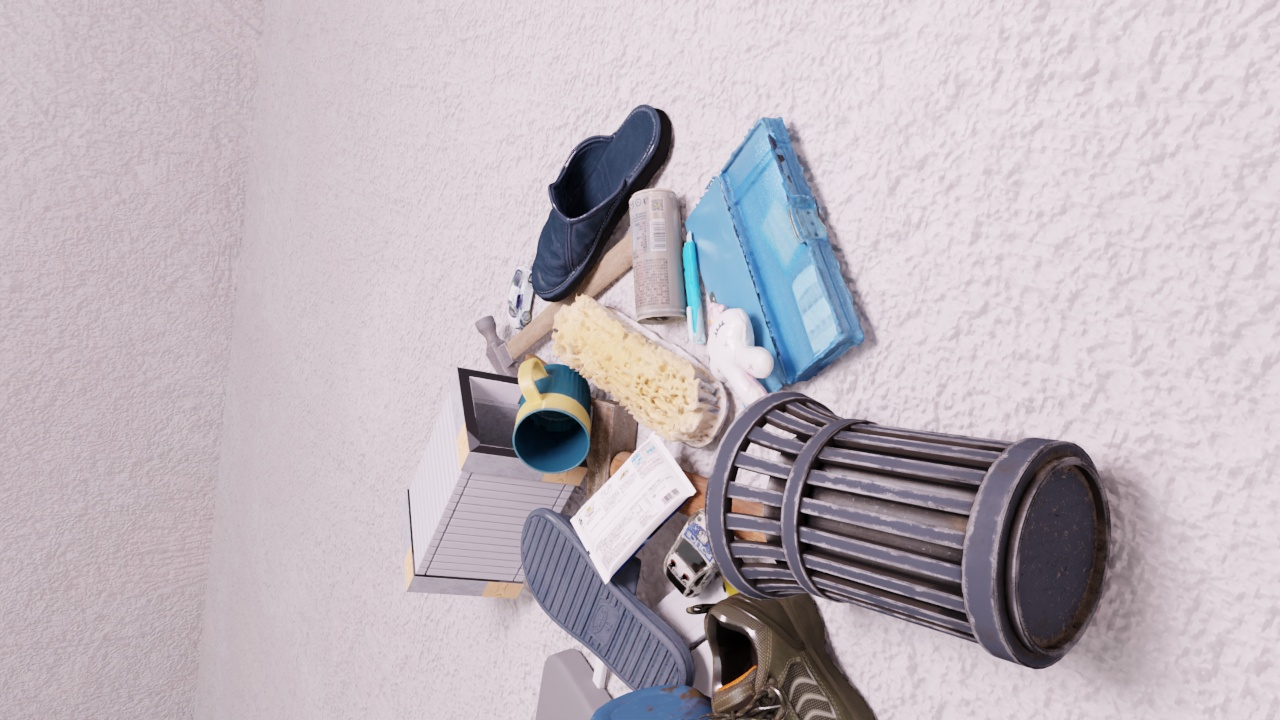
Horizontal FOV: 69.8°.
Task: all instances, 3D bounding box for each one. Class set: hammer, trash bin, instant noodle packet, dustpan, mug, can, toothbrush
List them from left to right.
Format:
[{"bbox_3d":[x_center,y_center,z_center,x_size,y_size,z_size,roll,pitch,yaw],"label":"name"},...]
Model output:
[{"bbox_3d":[-0.189,0.157,1.133,0.248,0.142,0.142,-61,31,32],"label":"trash bin"},{"bbox_3d":[-0.100,0.049,1.011,0.107,0.083,0.114,-88,-24,-61],"label":"mug"},{"bbox_3d":[-0.097,-0.065,1.133,0.332,0.030,0.119,-34,77,42],"label":"hammer"},{"bbox_3d":[-0.088,0.031,1.110,0.167,0.016,0.016,33,121,38],"label":"toothbrush"},{"bbox_3d":[-0.065,0.405,1.070,0.163,0.033,0.258,43,132,46],"label":"dustpan"},{"bbox_3d":[-0.011,0.146,0.919,0.134,0.026,0.087,-48,48,14],"label":"instant noodle packet"},{"bbox_3d":[0.018,-0.108,0.958,0.054,0.054,0.135,-13,78,53],"label":"can"},{"bbox_3d":[0.032,0.426,0.806,0.140,0.139,0.249,-14,88,53],"label":"trash bin"},{"bbox_3d":[0.040,0.140,0.932,0.301,0.037,0.158,12,98,54],"label":"hammer"},{"bbox_3d":[0.183,0.112,0.639,0.228,0.164,0.164,5,92,50],"label":"trash bin"}]

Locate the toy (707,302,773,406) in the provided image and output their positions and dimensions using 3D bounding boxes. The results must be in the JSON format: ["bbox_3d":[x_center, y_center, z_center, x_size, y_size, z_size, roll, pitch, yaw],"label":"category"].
[{"bbox_3d":[0.084,-0.011,0.844,0.125,0.037,0.076,-120,28,-43],"label":"toy"}]

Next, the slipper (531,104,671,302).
[{"bbox_3d":[-0.073,-0.183,1.039,0.266,0.083,0.108,-51,44,31],"label":"slipper"}]

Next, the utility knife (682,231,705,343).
[{"bbox_3d":[0.054,-0.075,0.934,0.022,0.015,0.116,174,92,-65],"label":"utility knife"}]

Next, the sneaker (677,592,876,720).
[{"bbox_3d":[0.106,0.291,0.745,0.101,0.142,0.237,-48,52,41],"label":"sneaker"}]

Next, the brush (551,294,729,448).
[{"bbox_3d":[-0.006,0.006,0.978,0.271,0.056,0.083,37,104,48],"label":"brush"}]

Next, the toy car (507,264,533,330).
[{"bbox_3d":[-0.162,-0.085,1.227,0.039,0.027,0.090,28,111,49],"label":"toy car"}]

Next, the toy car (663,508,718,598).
[{"bbox_3d":[0.050,0.182,0.856,0.048,0.040,0.113,45,138,22],"label":"toy car"}]

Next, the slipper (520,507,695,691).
[{"bbox_3d":[-0.028,0.253,0.965,0.263,0.082,0.101,38,113,34],"label":"slipper"}]

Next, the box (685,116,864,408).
[{"bbox_3d":[0.111,-0.083,0.850,0.175,0.033,0.231,-45,53,53],"label":"box"}]

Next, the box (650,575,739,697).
[{"bbox_3d":[0.048,0.299,0.928,0.210,0.034,0.129,-50,53,40],"label":"box"}]
